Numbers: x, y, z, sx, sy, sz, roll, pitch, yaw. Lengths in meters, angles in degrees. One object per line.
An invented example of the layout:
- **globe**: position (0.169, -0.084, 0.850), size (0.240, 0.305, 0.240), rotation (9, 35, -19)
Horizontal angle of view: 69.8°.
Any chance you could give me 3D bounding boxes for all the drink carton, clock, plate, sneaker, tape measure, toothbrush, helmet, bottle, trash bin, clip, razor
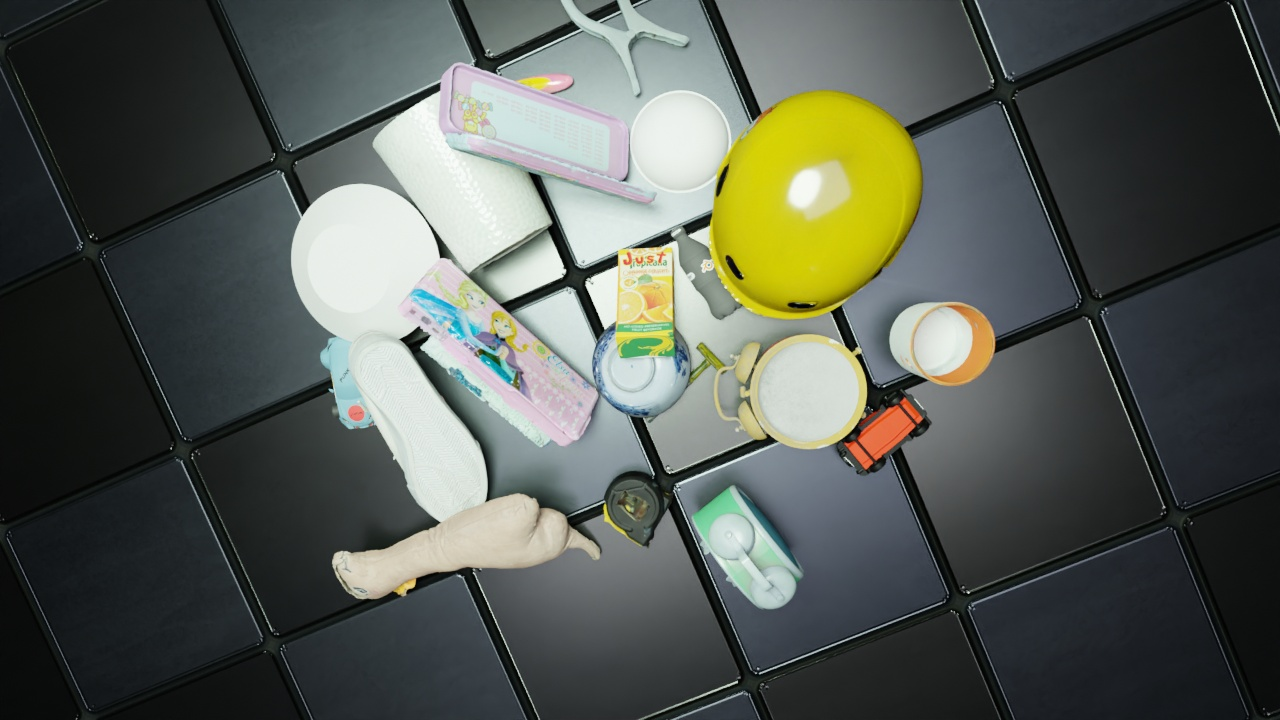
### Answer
- **drink carton**: position (0.006, -0.064, 0.967), size (0.058, 0.041, 0.122), rotation (-2, 55, 5)
- **clock**: position (0.157, 0.030, 0.975), size (0.159, 0.081, 0.117), rotation (-5, 94, 5)
- **plate**: position (-0.303, -0.100, 0.979), size (0.174, 0.036, 0.174), rotation (2, 101, 11)
- **sneaker**: position (-0.243, 0.069, 1.005), size (0.089, 0.091, 0.242), rotation (-31, 116, -14)
- **tape measure**: position (-0.006, 0.160, 1.016), size (0.072, 0.042, 0.071), rotation (29, 99, 3)
- **clock**: position (0.109, 0.200, 0.951), size (0.075, 0.161, 0.122), rotation (-39, 92, 4)
- **toothbrush**: position (-0.140, -0.297, 1.001), size (0.135, 0.016, 0.021), rotation (-7, 92, 2)
- **helmet**: position (0.177, -0.160, 0.916), size (0.209, 0.139, 0.240), rotation (29, 86, 1)
- **bottle**: position (0.068, -0.097, 0.992), size (0.036, 0.036, 0.110), rotation (-33, 92, 5)
- **trash bin**: position (-0.178, -0.186, 0.959), size (0.133, 0.133, 0.161), rotation (-30, 97, 5)
- **clip**: position (-0.036, -0.359, 0.984), size (0.162, 0.027, 0.090), rotation (37, 97, 1)
- **razor**: position (0.044, 0.031, 1.013), size (0.106, 0.026, 0.042), rotation (-44, 93, 10)

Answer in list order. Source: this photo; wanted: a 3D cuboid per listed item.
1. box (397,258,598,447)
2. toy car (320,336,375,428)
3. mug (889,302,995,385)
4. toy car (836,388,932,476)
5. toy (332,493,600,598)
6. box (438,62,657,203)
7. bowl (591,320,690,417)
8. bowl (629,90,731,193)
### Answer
- **box**: position (-0.160, 0.005, 0.981), size (0.230, 0.084, 0.091), rotation (42, 130, -15)
- **toy car**: position (-0.325, 0.025, 1.030), size (0.060, 0.027, 0.108), rotation (-10, 94, 4)
- **mug**: position (0.309, -0.020, 0.949), size (0.082, 0.105, 0.082), rotation (0, 95, 3)
- **toy car**: position (0.259, 0.077, 0.988), size (0.100, 0.048, 0.051), rotation (-41, 90, 5)
- **toy**: position (-0.197, 0.222, 1.015), size (0.265, 0.065, 0.196), rotation (-28, 133, 21)
- **box**: position (-0.093, -0.212, 0.912), size (0.213, 0.140, 0.062), rotation (10, 132, -35)
- **bowl**: position (-0.006, 0.006, 0.988), size (0.114, 0.045, 0.114), rotation (0, 92, 16)
- **bowl**: position (0.042, -0.237, 0.981), size (0.110, 0.040, 0.110), rotation (0, 95, 3)
